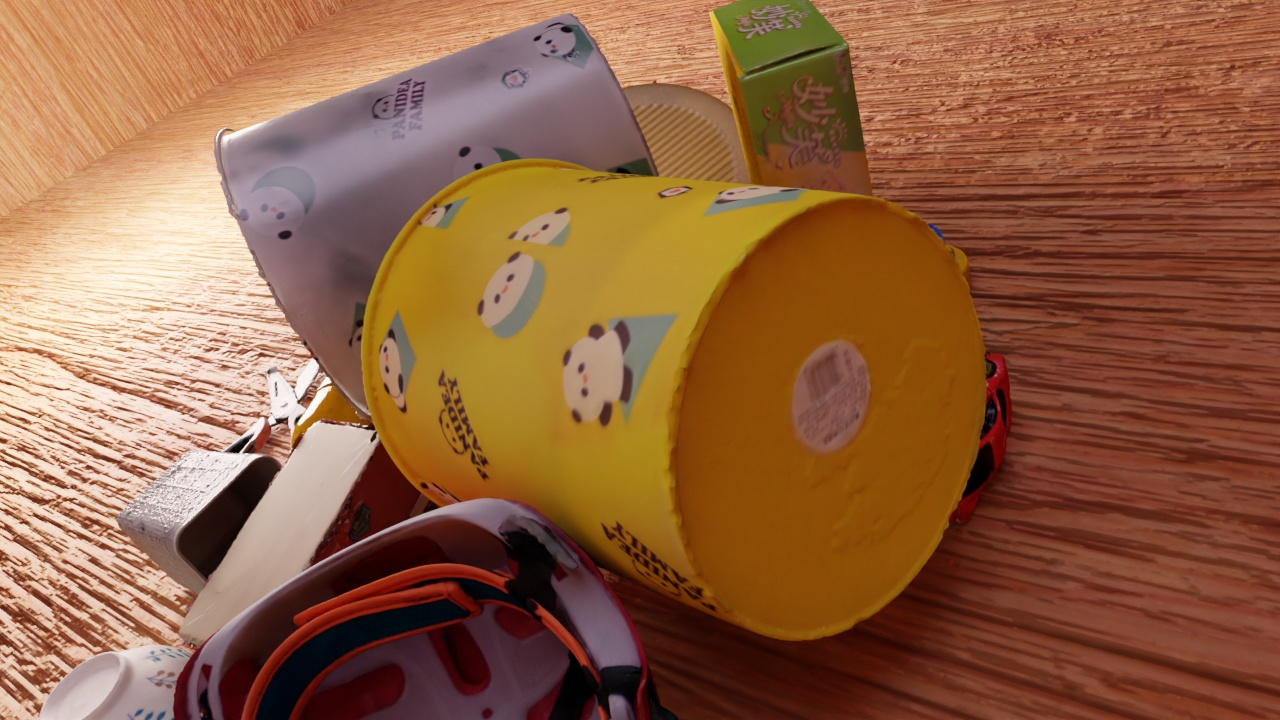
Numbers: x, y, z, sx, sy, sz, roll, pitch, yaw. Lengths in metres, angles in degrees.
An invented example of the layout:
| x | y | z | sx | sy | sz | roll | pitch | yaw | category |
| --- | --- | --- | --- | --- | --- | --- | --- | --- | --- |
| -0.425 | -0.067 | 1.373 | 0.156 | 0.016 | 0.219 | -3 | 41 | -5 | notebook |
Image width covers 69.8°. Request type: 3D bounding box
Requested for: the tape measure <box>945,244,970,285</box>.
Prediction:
| x | y | z | sx | sy | sz | roll | pitch | yaw | category |
| --- | --- | --- | --- | --- | --- | --- | --- | --- | --- |
| 0.205 | -0.062 | 0.656 | 0.057 | 0.029 | 0.060 | -21 | 34 | 4 | tape measure |

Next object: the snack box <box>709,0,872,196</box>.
| x | y | z | sx | sy | sz | roll | pitch | yaw | category |
| --- | --- | --- | --- | --- | --- | --- | --- | --- | --- |
| 0.114 | -0.139 | 0.655 | 0.070 | 0.210 | 0.157 | -15 | 35 | 7 | snack box |

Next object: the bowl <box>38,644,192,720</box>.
| x | y | z | sx | sy | sz | roll | pitch | yaw | category |
| --- | --- | --- | --- | --- | --- | --- | --- | --- | --- |
| -0.329 | 0.223 | 0.574 | 0.113 | 0.062 | 0.113 | -16 | 34 | 11 | bowl |

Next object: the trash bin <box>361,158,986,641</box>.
| x | y | z | sx | sy | sz | roll | pitch | yaw | category |
| --- | --- | --- | --- | --- | --- | --- | --- | --- | --- |
| 0.010 | 0.009 | 0.470 | 0.229 | 0.230 | 0.256 | -41 | 29 | -23 | trash bin |

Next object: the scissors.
| x | y | z | sx | sy | sz | roll | pitch | yaw | category |
| --- | --- | --- | --- | --- | --- | --- | --- | --- | --- |
| -0.330 | 0.057 | 0.841 | 0.189 | 0.015 | 0.226 | 2 | 43 | 35 | scissors |

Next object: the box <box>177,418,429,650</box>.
| x | y | z | sx | sy | sz | roll | pitch | yaw | category |
| --- | --- | --- | --- | --- | --- | --- | --- | --- | --- |
| -0.219 | 0.120 | 0.598 | 0.091 | 0.080 | 0.168 | 2 | 54 | 34 | box |

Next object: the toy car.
| x | y | z | sx | sy | sz | roll | pitch | yaw | category |
| --- | --- | --- | --- | --- | --- | --- | --- | --- | --- |
| 0.186 | 0.041 | 0.510 | 0.031 | 0.049 | 0.106 | 10 | 47 | 37 | toy car |

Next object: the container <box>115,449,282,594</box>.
| x | y | z | sx | sy | sz | roll | pitch | yaw | category |
| --- | --- | --- | --- | --- | --- | --- | --- | --- | --- |
| -0.311 | 0.122 | 0.679 | 0.114 | 0.090 | 0.090 | 2 | 41 | 39 | container |

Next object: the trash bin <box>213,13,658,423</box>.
| x | y | z | sx | sy | sz | roll | pitch | yaw | category |
| --- | --- | --- | --- | --- | --- | --- | --- | --- | --- |
| -0.127 | -0.111 | 0.665 | 0.252 | 0.230 | 0.229 | -26 | 34 | -4 | trash bin |

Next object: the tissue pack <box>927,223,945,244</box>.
| x | y | z | sx | sy | sz | roll | pitch | yaw | category |
| --- | --- | --- | --- | --- | --- | --- | --- | --- | --- |
| 0.160 | -0.009 | 0.556 | 0.052 | 0.095 | 0.156 | -4 | 41 | 29 | tissue pack |

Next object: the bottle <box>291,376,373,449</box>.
| x | y | z | sx | sy | sz | roll | pitch | yaw | category |
| --- | --- | --- | --- | --- | --- | --- | --- | --- | --- |
| -0.235 | 0.038 | 0.759 | 0.068 | 0.068 | 0.189 | -9 | 37 | 22 | bottle |

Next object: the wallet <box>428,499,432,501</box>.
| x | y | z | sx | sy | sz | roll | pitch | yaw | category |
| --- | --- | --- | --- | --- | --- | --- | --- | --- | --- |
| -0.129 | 0.048 | 0.711 | 0.106 | 0.040 | 0.133 | -25 | 33 | -8 | wallet |

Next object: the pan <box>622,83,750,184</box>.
| x | y | z | sx | sy | sz | roll | pitch | yaw | category |
| --- | --- | --- | --- | --- | --- | --- | --- | --- | --- |
| -0.047 | -0.098 | 0.797 | 0.357 | 0.078 | 0.197 | -38 | 70 | -12 | pan |

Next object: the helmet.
| x | y | z | sx | sy | sz | roll | pitch | yaw | category |
| --- | --- | --- | --- | --- | --- | --- | --- | --- | --- |
| -0.074 | 0.191 | 0.391 | 0.207 | 0.144 | 0.239 | -28 | 49 | 1 | helmet |
